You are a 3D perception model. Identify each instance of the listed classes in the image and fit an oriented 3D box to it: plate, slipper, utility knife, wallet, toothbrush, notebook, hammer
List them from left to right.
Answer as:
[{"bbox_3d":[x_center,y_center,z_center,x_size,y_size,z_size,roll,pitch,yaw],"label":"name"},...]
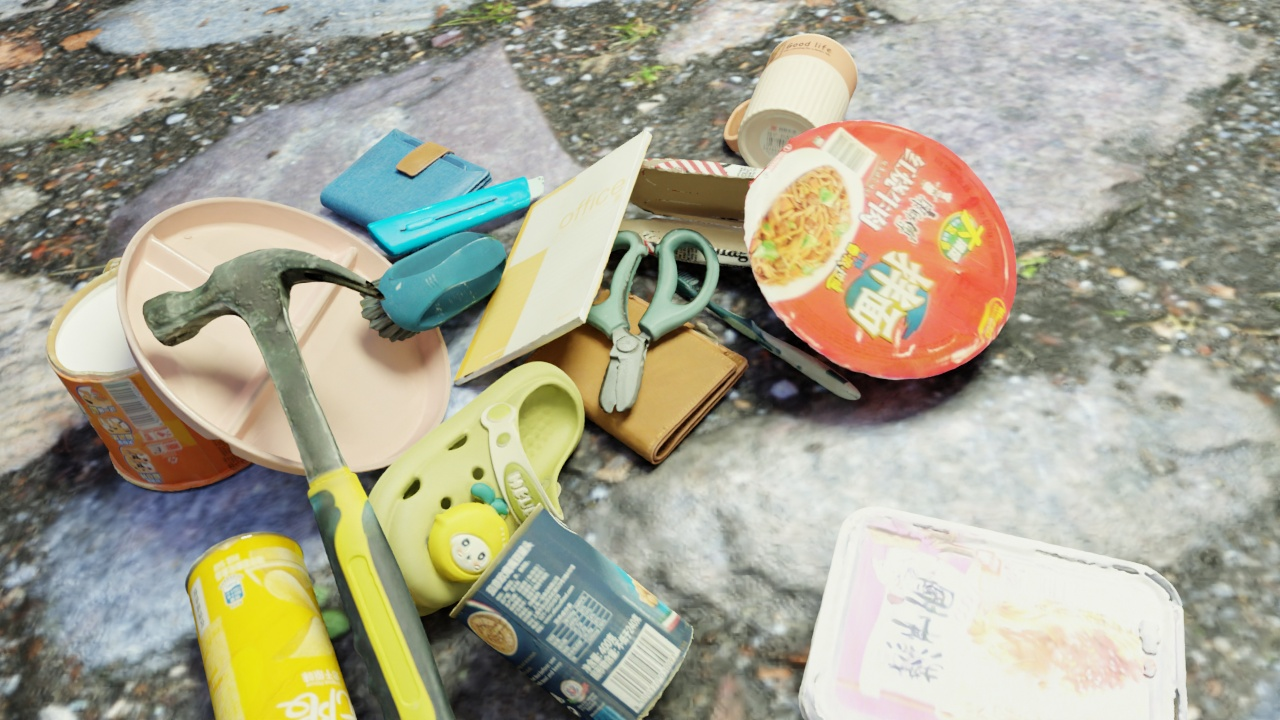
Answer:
[{"bbox_3d":[-0.235,-0.017,0.627,0.028,0.229,0.229,-43,39,31],"label":"plate"},{"bbox_3d":[-0.162,0.082,0.504,0.126,0.032,0.323,-25,77,-4],"label":"hammer"},{"bbox_3d":[-0.211,-0.155,0.831,0.133,0.040,0.106,28,63,27],"label":"wallet"},{"bbox_3d":[-0.151,-0.127,0.782,0.159,0.018,0.034,-24,78,-22],"label":"utility knife"},{"bbox_3d":[-0.088,0.073,0.566,0.082,0.092,0.190,-1,38,45],"label":"slipper"},{"bbox_3d":[-0.066,-0.081,0.706,0.146,0.010,0.205,-23,37,39],"label":"notebook"},{"bbox_3d":[-0.004,0.004,0.661,0.132,0.031,0.107,32,64,31],"label":"wallet"},{"bbox_3d":[0.087,-0.023,0.681,0.018,0.016,0.192,-31,51,-31],"label":"toothbrush"}]

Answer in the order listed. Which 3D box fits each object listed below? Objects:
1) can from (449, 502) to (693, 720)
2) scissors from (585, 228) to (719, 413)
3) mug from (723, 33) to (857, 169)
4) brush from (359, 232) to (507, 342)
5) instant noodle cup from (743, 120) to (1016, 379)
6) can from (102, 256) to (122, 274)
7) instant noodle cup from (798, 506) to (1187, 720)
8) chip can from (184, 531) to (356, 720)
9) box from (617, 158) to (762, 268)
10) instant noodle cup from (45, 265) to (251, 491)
[{"bbox_3d":[-0.035,0.140,0.492,0.111,0.075,0.075,39,60,1],"label":"can"},{"bbox_3d":[-0.022,-0.034,0.665,0.130,0.019,0.184,17,58,27],"label":"scissors"},{"bbox_3d":[0.124,-0.217,0.807,0.115,0.081,0.105,-8,44,39],"label":"mug"},{"bbox_3d":[-0.144,-0.063,0.690,0.074,0.055,0.143,-25,10,29],"label":"brush"},{"bbox_3d":[0.159,-0.070,0.643,0.193,0.066,0.193,3,72,-9],"label":"instant noodle cup"},{"bbox_3d":[-0.364,-0.069,0.766,0.147,0.058,0.057,-10,48,1],"label":"can"},{"bbox_3d":[0.179,0.161,0.476,0.174,0.060,0.137,10,52,19],"label":"instant noodle cup"},{"bbox_3d":[-0.194,0.195,0.500,0.072,0.072,0.213,-27,50,-14],"label":"chip can"},{"bbox_3d":[0.053,-0.104,0.726,0.163,0.076,0.087,10,66,17],"label":"box"},{"bbox_3d":[-0.337,0.003,0.663,0.151,0.111,0.151,-5,49,5],"label":"instant noodle cup"}]
